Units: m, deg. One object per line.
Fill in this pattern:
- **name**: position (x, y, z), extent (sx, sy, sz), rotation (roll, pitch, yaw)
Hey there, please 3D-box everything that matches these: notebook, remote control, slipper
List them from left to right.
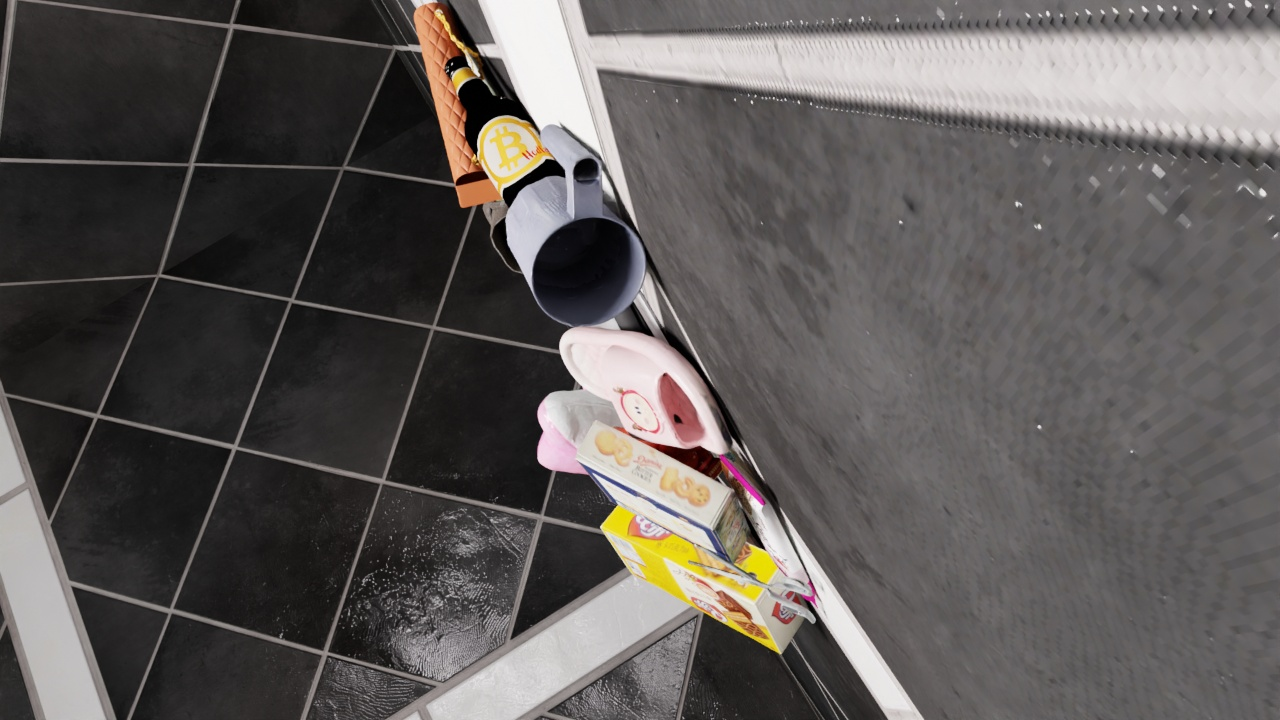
- **remote control**: position (-0.022, -0.054, 0.810), extent (0.147, 0.015, 0.033), rotation (63, 172, -34)
- **notebook**: position (-0.010, -0.052, 0.872), extent (0.206, 0.016, 0.149), rotation (59, 174, -8)
- **slipper**: position (-0.004, 0.023, 0.805), extent (0.222, 0.055, 0.107), rotation (22, 145, 49)

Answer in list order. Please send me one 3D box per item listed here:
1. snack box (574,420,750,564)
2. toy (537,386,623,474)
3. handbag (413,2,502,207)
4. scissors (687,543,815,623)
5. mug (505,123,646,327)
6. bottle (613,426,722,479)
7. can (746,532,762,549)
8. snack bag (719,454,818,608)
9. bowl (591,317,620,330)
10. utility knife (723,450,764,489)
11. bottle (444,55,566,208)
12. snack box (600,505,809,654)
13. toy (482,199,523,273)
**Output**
- **snack box**: position (0.024, 0.125, 0.848), extent (0.144, 0.042, 0.145), rotation (25, 163, 21)
- **toy**: position (-0.038, 0.101, 1.084), extent (0.265, 0.128, 0.186), rotation (20, -141, -45)
- **handbag**: position (-0.178, -0.256, 0.924), extent (0.109, 0.060, 0.172), rotation (117, 138, -83)
- **scissors**: position (0.116, 0.212, 0.861), extent (0.175, 0.014, 0.142), rotation (36, 156, -26)
- **mug**: position (-0.051, -0.101, 0.668), extent (0.104, 0.083, 0.124), rotation (-125, 29, -57)
- **bottle**: position (0.029, 0.091, 0.965), extent (0.111, 0.099, 0.099), rotation (45, 175, 1)
- **can**: position (0.106, 0.217, 1.145), extent (0.130, 0.044, 0.130), rotation (53, 175, 6)
- **snack bag**: position (0.117, 0.157, 0.835), extent (0.070, 0.016, 0.197), rotation (46, 170, 46)
- **bowl**: position (-0.053, -0.063, 1.035), extent (0.149, 0.043, 0.149), rotation (158, 91, -85)
- **utility knife**: position (0.074, 0.082, 0.854), extent (0.022, 0.015, 0.165), rotation (53, 176, -28)
- **bottle**: position (-0.127, -0.205, 0.831), extent (0.181, 0.059, 0.059), rotation (57, 175, 18)
- **snack box**: position (0.070, 0.236, 1.042), extent (0.230, 0.061, 0.110), rotation (18, 147, 41)
- **toy**: position (-0.154, -0.179, 1.171), extent (0.179, 0.078, 0.152), rotation (62, -178, -41)
